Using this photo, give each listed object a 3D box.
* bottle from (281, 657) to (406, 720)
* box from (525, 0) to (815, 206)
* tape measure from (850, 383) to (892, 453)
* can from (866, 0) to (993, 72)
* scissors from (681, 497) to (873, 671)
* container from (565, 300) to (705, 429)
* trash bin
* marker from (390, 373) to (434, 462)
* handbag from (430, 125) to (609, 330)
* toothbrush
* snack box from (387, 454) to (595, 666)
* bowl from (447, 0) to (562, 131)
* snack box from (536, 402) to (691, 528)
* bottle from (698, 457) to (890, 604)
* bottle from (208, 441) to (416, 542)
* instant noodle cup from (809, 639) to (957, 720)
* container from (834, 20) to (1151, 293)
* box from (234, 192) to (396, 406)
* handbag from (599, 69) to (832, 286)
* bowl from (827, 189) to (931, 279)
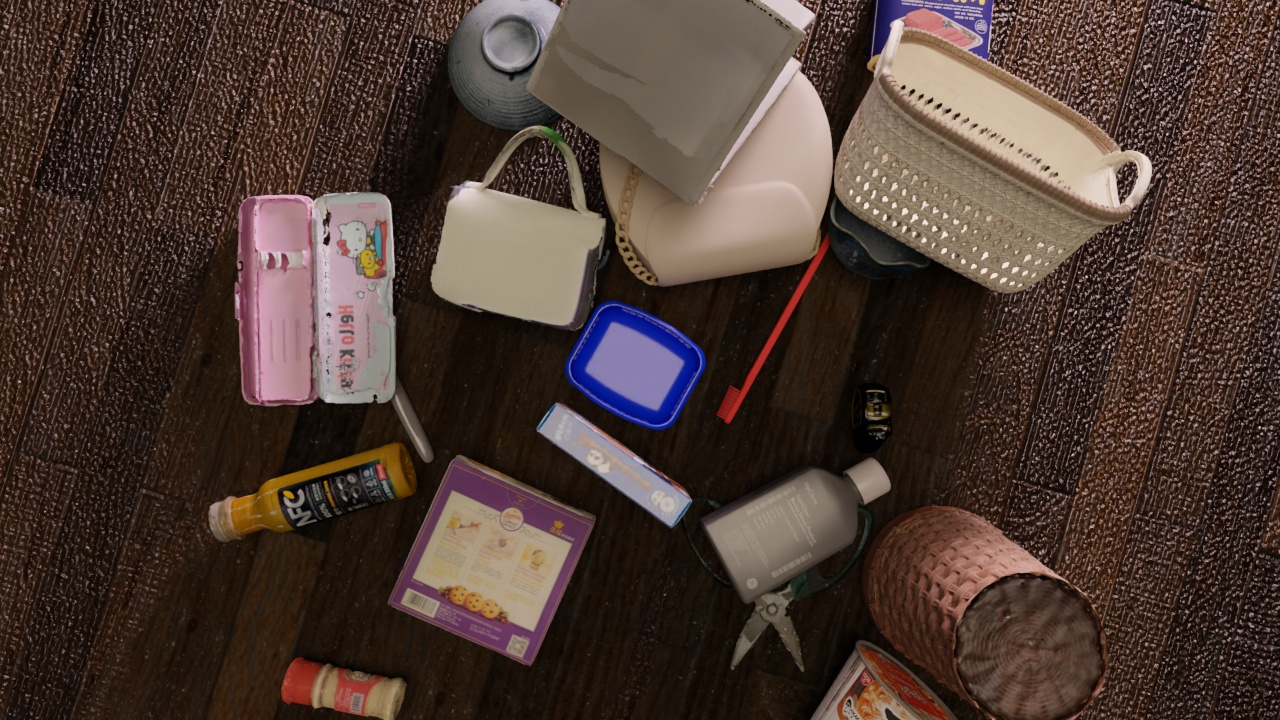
[{"bbox_3d":[-0.279,0.311,0.867,0.109,0.044,0.044,11,89,-1],"label":"bottle"},{"bbox_3d":[0.045,-0.265,0.835,0.167,0.421,0.174,36,106,-1],"label":"box"},{"bbox_3d":[0.220,0.052,0.866,0.034,0.062,0.061,2,71,1],"label":"tape measure"},{"bbox_3d":[0.277,-0.323,0.877,0.116,0.056,0.092,6,90,-1],"label":"can"},{"bbox_3d":[0.116,0.194,0.887,0.202,0.015,0.201,35,87,-1],"label":"scissors"},{"bbox_3d":[-0.005,0.005,0.867,0.114,0.058,0.096,29,89,0],"label":"container"},{"bbox_3d":[0.291,0.212,0.790,0.151,0.210,0.151,0,88,-1],"label":"trash bin"},{"bbox_3d":[-0.231,0.035,0.887,0.022,0.016,0.138,-27,90,-24],"label":"marker"},{"bbox_3d":[-0.102,-0.129,0.851,0.151,0.074,0.176,13,108,2],"label":"handbag"},{"bbox_3d":[0.130,-0.035,0.892,0.018,0.012,0.212,29,89,0],"label":"toothbrush"},{"bbox_3d":[-0.135,0.182,0.843,0.143,0.040,0.148,24,89,0],"label":"snack box"},{"bbox_3d":[-0.120,-0.293,0.872,0.137,0.057,0.137,0,89,0],"label":"bowl"},{"bbox_3d":[-0.024,0.094,0.850,0.151,0.087,0.034,36,88,0],"label":"snack box"},{"bbox_3d":[0.151,0.147,0.859,0.174,0.046,0.083,-28,88,-3],"label":"bottle"},{"bbox_3d":[-0.308,0.127,0.864,0.186,0.053,0.053,-16,89,-1],"label":"bottle"},{"bbox_3d":[0.208,0.346,0.839,0.123,0.123,0.122,38,98,0],"label":"instant noodle cup"},{"bbox_3d":[0.293,-0.175,0.808,0.246,0.184,0.143,29,133,-1],"label":"container"},{"bbox_3d":[-0.307,-0.058,0.876,0.152,0.038,0.201,-1,89,0],"label":"box"},{"bbox_3d":[0.068,-0.182,0.848,0.210,0.103,0.208,-10,89,-1],"label":"handbag"},{"bbox_3d":[0.218,-0.115,0.864,0.110,0.055,0.110,12,52,-15],"label":"bowl"}]
